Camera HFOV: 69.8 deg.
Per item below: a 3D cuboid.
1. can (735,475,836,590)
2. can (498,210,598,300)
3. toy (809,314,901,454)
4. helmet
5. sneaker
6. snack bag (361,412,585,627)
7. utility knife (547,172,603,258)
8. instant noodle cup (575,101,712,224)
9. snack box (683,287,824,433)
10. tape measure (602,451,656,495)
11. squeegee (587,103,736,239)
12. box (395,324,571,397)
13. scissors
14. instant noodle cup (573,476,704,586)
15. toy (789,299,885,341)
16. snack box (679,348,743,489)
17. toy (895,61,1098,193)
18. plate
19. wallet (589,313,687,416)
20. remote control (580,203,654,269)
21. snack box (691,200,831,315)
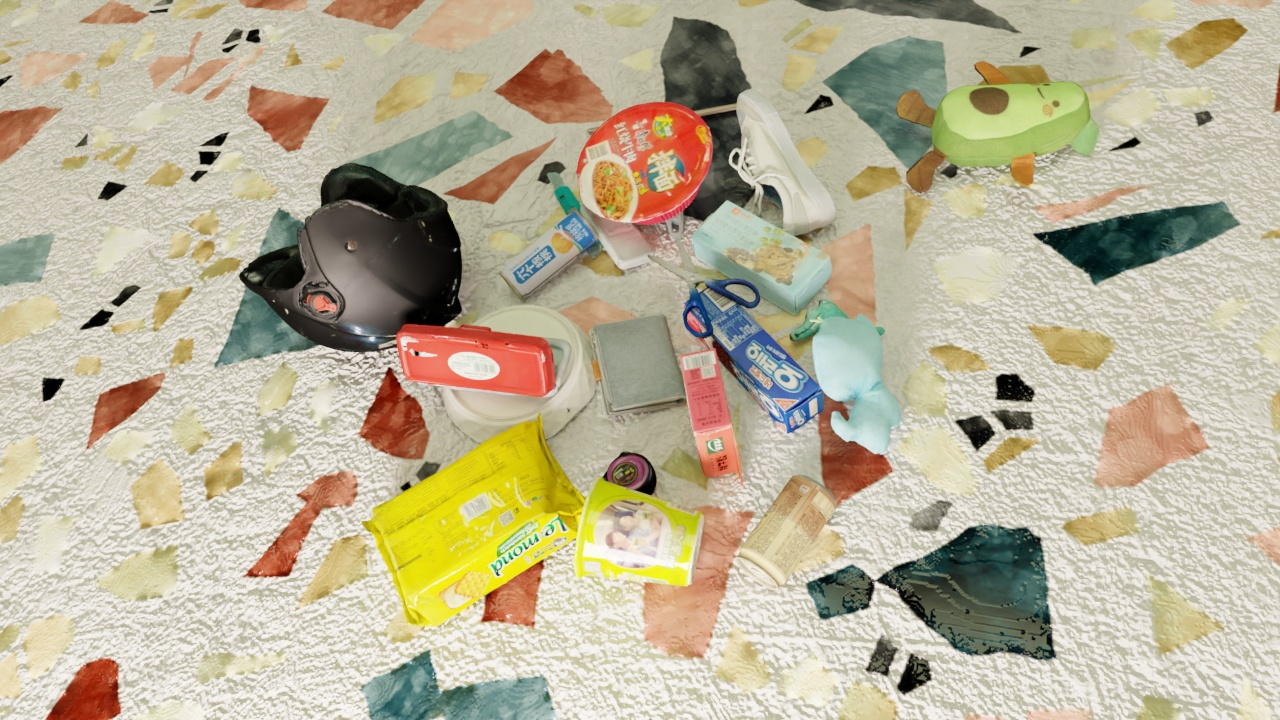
[{"bbox_3d":[0.156,0.182,0.978,0.058,0.058,0.116,30,68,27],"label":"can"},{"bbox_3d":[-0.125,-0.142,1.246,0.134,0.053,0.053,-39,58,-5],"label":"can"},{"bbox_3d":[0.242,0.017,1.040,0.156,0.050,0.161,47,53,-6],"label":"toy"},{"bbox_3d":[-0.362,-0.120,1.189,0.275,0.230,0.233,-24,25,0],"label":"helmet"},{"bbox_3d":[0.171,-0.263,1.248,0.091,0.089,0.242,-25,62,1],"label":"sneaker"},{"bbox_3d":[-0.188,0.179,1.044,0.246,0.068,0.158,-32,56,-3],"label":"snack bag"},{"bbox_3d":[-0.096,-0.213,1.315,0.029,0.013,0.186,-27,56,-5],"label":"utility knife"},{"bbox_3d":[0.011,-0.257,1.251,0.194,0.066,0.193,-7,65,16],"label":"instant noodle cup"},{"bbox_3d":[0.134,-0.006,1.103,0.057,0.058,0.207,-34,57,-10],"label":"snack box"},{"bbox_3d":[-0.010,0.137,1.058,0.058,0.039,0.057,24,66,30],"label":"tape measure"},{"bbox_3d":[0.043,-0.277,1.310,0.248,0.040,0.249,-8,57,7],"label":"squeegee"},{"bbox_3d":[-0.188,-0.009,1.126,0.202,0.095,0.098,5,30,17],"label":"box"},{"bbox_3d":[0.070,-0.090,1.132,0.162,0.012,0.162,9,57,22],"label":"scissors"},{"bbox_3d":[0.002,0.191,0.985,0.123,0.112,0.111,11,61,9],"label":"instant noodle cup"},{"bbox_3d":[0.234,-0.038,1.118,0.096,0.030,0.092,-30,52,-9],"label":"toy"},{"bbox_3d":[0.080,0.070,1.034,0.044,0.113,0.127,-11,56,4],"label":"snack box"},{"bbox_3d":[0.467,-0.311,1.204,0.247,0.090,0.226,-9,63,11],"label":"toy"},{"bbox_3d":[-0.158,0.012,1.168,0.205,0.046,0.204,-6,57,9],"label":"plate"},{"bbox_3d":[-0.007,0.007,1.142,0.106,0.037,0.129,-10,57,-6],"label":"wallet"},{"bbox_3d":[-0.033,-0.178,1.269,0.055,0.020,0.136,-20,54,-20],"label":"remote control"},{"bbox_3d":[0.154,-0.134,1.184,0.175,0.052,0.074,35,72,28],"label":"snack box"}]
